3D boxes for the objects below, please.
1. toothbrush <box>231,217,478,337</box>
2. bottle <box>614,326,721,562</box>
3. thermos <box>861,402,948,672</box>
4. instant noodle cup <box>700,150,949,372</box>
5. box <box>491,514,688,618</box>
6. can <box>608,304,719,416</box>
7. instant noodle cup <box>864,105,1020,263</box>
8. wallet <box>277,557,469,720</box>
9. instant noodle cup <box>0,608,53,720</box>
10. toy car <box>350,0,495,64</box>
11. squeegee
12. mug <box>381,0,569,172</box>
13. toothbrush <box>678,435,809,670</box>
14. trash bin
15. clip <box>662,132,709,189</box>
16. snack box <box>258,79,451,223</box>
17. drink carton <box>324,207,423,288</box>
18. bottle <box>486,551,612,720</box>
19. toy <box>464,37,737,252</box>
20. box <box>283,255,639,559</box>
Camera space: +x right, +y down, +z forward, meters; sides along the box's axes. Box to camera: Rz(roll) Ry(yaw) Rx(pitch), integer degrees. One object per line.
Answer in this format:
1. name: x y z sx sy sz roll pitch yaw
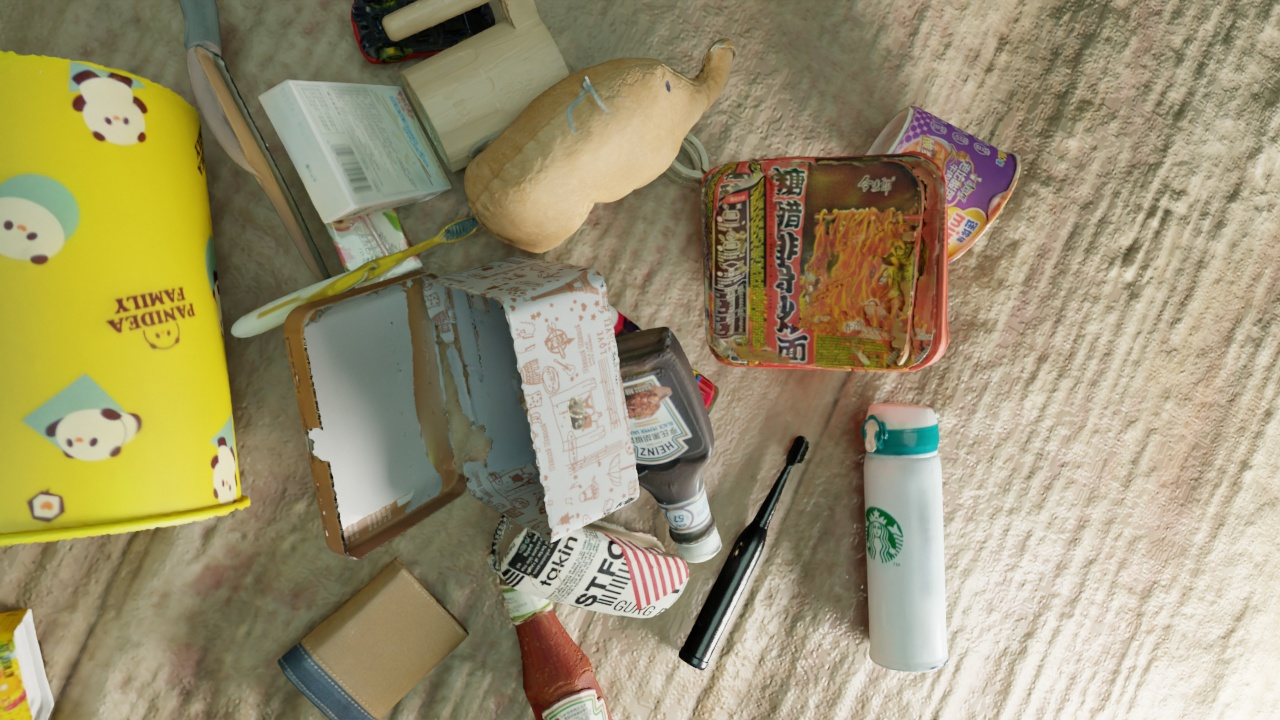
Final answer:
1. toothbrush: -0.190 -0.060 0.632 0.190 0.018 0.016 -31 101 -30
2. bottle: 0.019 0.071 0.703 0.080 0.044 0.195 -13 116 13
3. thermos: 0.225 0.147 0.788 0.073 0.073 0.224 -4 94 -15
4. instant noodle cup: 0.145 -0.077 0.718 0.189 0.079 0.164 3 103 21
5. box: -0.044 0.155 0.716 0.163 0.081 0.075 20 102 -35
6. can: -0.004 0.004 0.726 0.132 0.053 0.053 37 83 -14
7. instant noodle cup: 0.238 -0.151 0.759 0.099 0.111 0.111 33 84 -6
8. wallet: -0.201 0.219 0.698 0.115 0.033 0.090 -42 105 -10
9. instant noodle cup: -0.462 0.222 0.593 0.123 0.116 0.116 -13 96 -25
10. toy car: -0.160 -0.249 0.681 0.106 0.031 0.049 -19 96 -26
11. squeegee: -0.278 -0.197 0.603 0.040 0.248 0.249 -20 69 -12
12. mug: -0.115 -0.209 0.658 0.103 0.084 0.125 -29 137 -10
13. toothbrush: 0.091 0.160 0.776 0.027 0.026 0.212 34 82 -49
14. trash bin: -0.362 -0.029 0.550 0.229 0.230 0.255 -2 88 -15
15. clip: 0.019 -0.180 0.735 0.061 0.034 0.097 -44 94 -8
16. snack box: -0.186 -0.144 0.621 0.027 0.156 0.085 -23 99 15
17. drink carton: -0.208 -0.113 0.669 0.053 0.045 0.122 -26 99 -11
18. bottle: -0.069 0.241 0.721 0.059 0.060 0.206 -22 92 -13
19. toy: -0.022 -0.160 0.652 0.226 0.143 0.082 -33 81 5
20. box: -0.130 0.034 0.623 0.191 0.156 0.183 -22 112 -35
